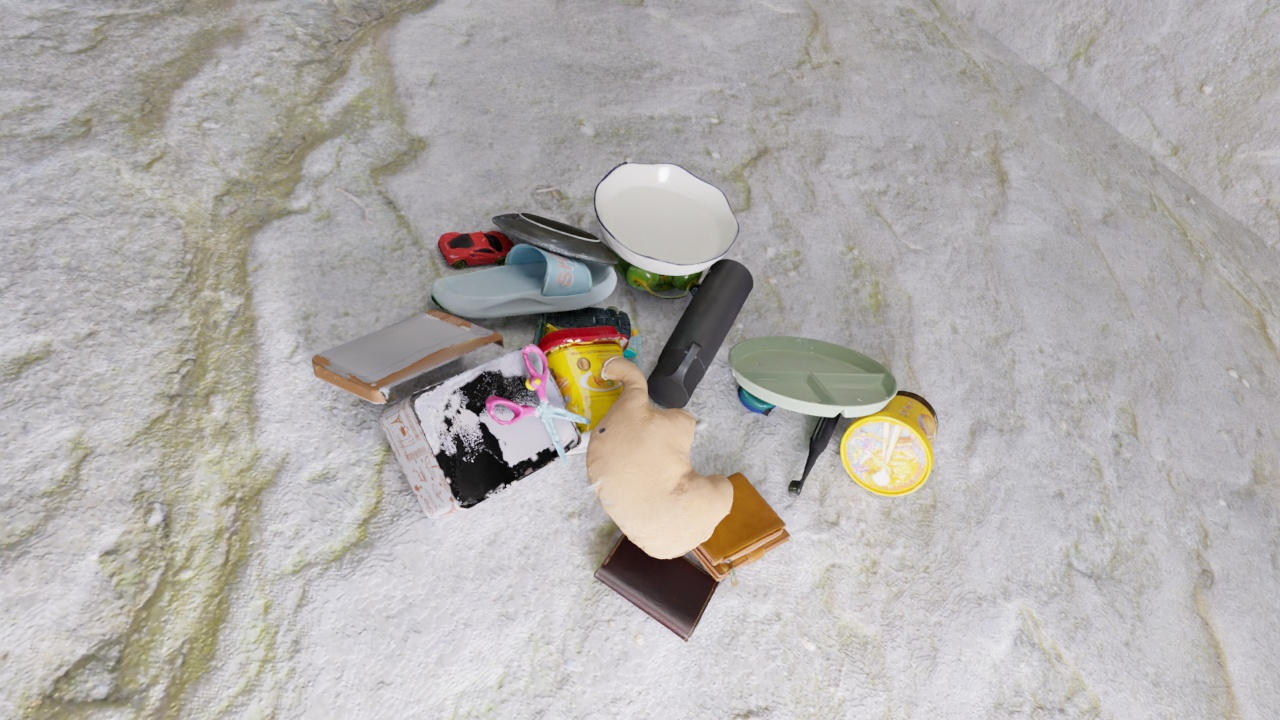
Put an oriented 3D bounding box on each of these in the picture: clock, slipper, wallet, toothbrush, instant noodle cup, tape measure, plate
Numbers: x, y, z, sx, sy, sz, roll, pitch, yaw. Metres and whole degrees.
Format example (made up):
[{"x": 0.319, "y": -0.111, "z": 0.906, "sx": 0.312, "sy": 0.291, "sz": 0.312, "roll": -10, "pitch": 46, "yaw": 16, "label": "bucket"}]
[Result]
[{"x": 0.025, "y": -0.147, "z": 1.309, "sx": 0.116, "sy": 0.056, "sz": 0.161, "roll": -4, "pitch": 54, "yaw": -19, "label": "clock"}, {"x": -0.146, "y": -0.107, "z": 1.159, "sx": 0.244, "sy": 0.074, "sz": 0.104, "roll": -12, "pitch": 32, "yaw": -32, "label": "slipper"}, {"x": 0.107, "y": 0.195, "z": 1.074, "sx": 0.130, "sy": 0.035, "sz": 0.119, "roll": -17, "pitch": 58, "yaw": -40, "label": "wallet"}, {"x": 0.240, "y": 0.110, "z": 1.237, "sx": 0.027, "sy": 0.026, "sz": 0.212, "roll": 8, "pitch": 38, "yaw": 26, "label": "toothbrush"}, {"x": 0.343, "y": 0.105, "z": 1.239, "sx": 0.118, "sy": 0.119, "sz": 0.114, "roll": 40, "pitch": 36, "yaw": 8, "label": "instant noodle cup"}, {"x": 0.161, "y": 0.046, "z": 1.248, "sx": 0.058, "sy": 0.025, "sz": 0.054, "roll": 44, "pitch": 44, "yaw": 13, "label": "tape measure"}, {"x": 0.033, "y": -0.196, "z": 1.283, "sx": 0.205, "sy": 0.046, "sz": 0.204, "roll": 8, "pitch": 50, "yaw": -10, "label": "plate"}, {"x": -0.110, "y": -0.169, "z": 1.225, "sx": 0.179, "sy": 0.024, "sz": 0.179, "roll": 19, "pitch": 14, "yaw": -5, "label": "plate"}, {"x": -0.067, "y": 0.038, "z": 1.073, "sx": 0.115, "sy": 0.116, "sz": 0.123, "roll": -5, "pitch": 66, "yaw": -33, "label": "instant noodle cup"}, {"x": 0.231, "y": 0.021, "z": 1.242, "sx": 0.230, "sy": 0.027, "sz": 0.229, "roll": 7, "pitch": 23, "yaw": -3, "label": "plate"}, {"x": 0.020, "y": 0.238, "z": 1.003, "sx": 0.122, "sy": 0.020, "sz": 0.096, "roll": 35, "pitch": 38, "yaw": 5, "label": "wallet"}]

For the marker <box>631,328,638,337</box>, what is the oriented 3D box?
[{"x": -0.007, "y": 0.007, "z": 1.193, "sx": 0.015, "sy": 0.018, "sz": 0.123, "roll": 12, "pitch": 48, "yaw": -21, "label": "marker"}]

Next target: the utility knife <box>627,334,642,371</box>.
[{"x": -0.009, "y": 0.053, "z": 1.131, "sx": 0.031, "sy": 0.021, "sz": 0.207, "roll": 12, "pitch": 62, "yaw": -15, "label": "utility knife"}]

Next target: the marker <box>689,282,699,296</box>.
[{"x": 0.087, "y": -0.095, "z": 1.338, "sx": 0.022, "sy": 0.020, "sz": 0.132, "roll": -1, "pitch": 52, "yaw": -37, "label": "marker"}]

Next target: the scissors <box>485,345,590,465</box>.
[{"x": -0.108, "y": 0.051, "z": 0.962, "sx": 0.131, "sy": 0.017, "sz": 0.133, "roll": -22, "pitch": 91, "yaw": -45, "label": "scissors"}]

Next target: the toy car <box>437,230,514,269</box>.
[{"x": -0.213, "y": -0.150, "z": 1.210, "sx": 0.106, "sy": 0.031, "sz": 0.049, "roll": -8, "pitch": 57, "yaw": -36, "label": "toy car"}]

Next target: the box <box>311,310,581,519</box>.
[{"x": -0.206, "y": 0.036, "z": 0.989, "sx": 0.271, "sy": 0.133, "sz": 0.178, "roll": 44, "pitch": 45, "yaw": 19, "label": "box"}]

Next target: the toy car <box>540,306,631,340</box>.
[{"x": -0.071, "y": -0.044, "z": 1.192, "sx": 0.120, "sy": 0.037, "sz": 0.054, "roll": 6, "pitch": 47, "yaw": -12, "label": "toy car"}]

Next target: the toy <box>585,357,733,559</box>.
[{"x": 0.004, "y": 0.106, "z": 0.998, "sx": 0.143, "sy": 0.083, "sz": 0.226, "roll": -31, "pitch": 91, "yaw": -28, "label": "toy"}]

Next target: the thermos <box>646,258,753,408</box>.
[{"x": 0.087, "y": -0.043, "z": 1.223, "sx": 0.068, "sy": 0.090, "sz": 0.241, "roll": 35, "pitch": 50, "yaw": -5, "label": "thermos"}]

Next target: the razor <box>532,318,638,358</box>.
[{"x": -0.068, "y": -0.021, "z": 1.152, "sx": 0.132, "sy": 0.043, "sz": 0.028, "roll": 10, "pitch": 18, "yaw": -5, "label": "razor"}]
